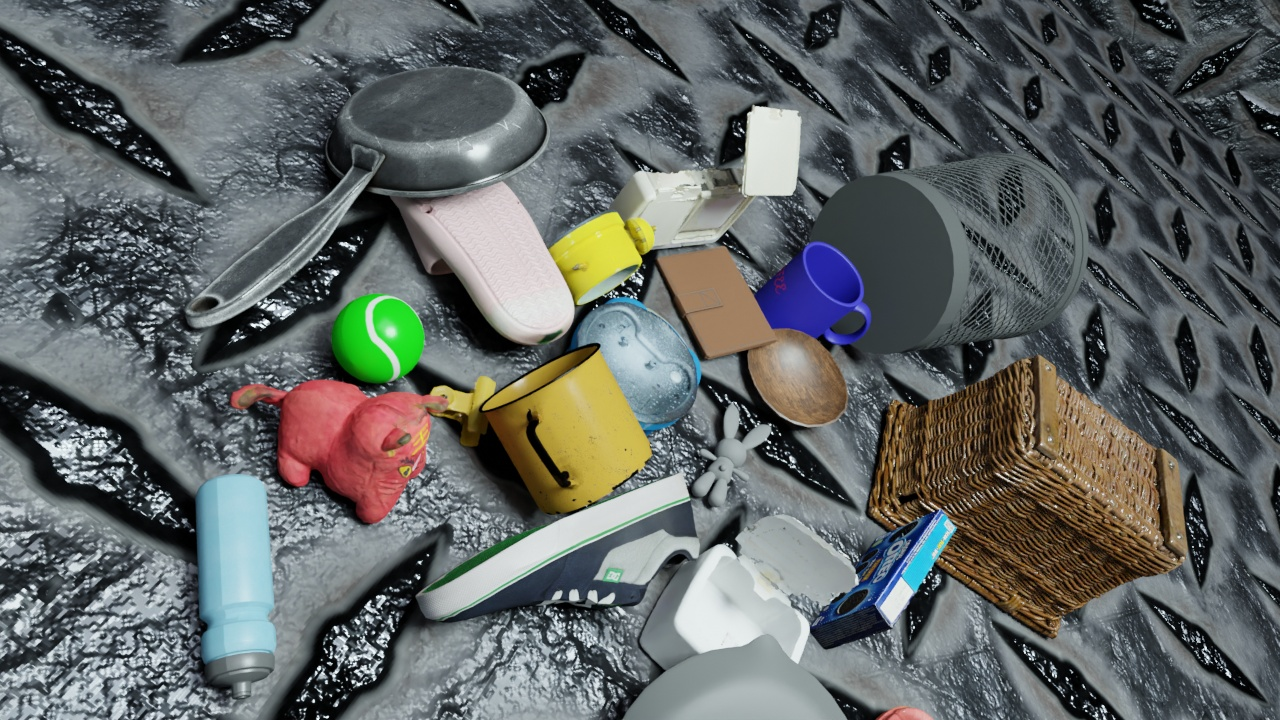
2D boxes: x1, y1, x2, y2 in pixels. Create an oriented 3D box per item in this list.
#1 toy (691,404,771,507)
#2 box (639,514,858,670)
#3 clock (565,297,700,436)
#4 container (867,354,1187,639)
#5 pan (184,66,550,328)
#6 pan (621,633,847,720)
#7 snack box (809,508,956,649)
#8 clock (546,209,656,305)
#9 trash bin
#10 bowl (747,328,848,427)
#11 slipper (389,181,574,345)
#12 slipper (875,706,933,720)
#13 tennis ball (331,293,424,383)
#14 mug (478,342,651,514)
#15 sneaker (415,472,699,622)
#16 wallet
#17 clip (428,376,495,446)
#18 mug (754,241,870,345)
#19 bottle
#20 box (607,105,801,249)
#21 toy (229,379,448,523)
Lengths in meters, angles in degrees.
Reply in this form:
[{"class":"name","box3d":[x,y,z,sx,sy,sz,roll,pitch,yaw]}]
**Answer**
[{"class":"toy","box3d":[0.080,0.084,0.819,0.049,0.030,0.111,30,50,6]},{"class":"box","box3d":[0.093,0.183,0.682,0.109,0.137,0.120,45,45,-4]},{"class":"clock","box3d":[-0.005,0.005,0.794,0.117,0.061,0.161,44,43,0]},{"class":"container","box3d":[0.387,0.125,0.900,0.250,0.184,0.161,34,47,-11]},{"class":"pan","box3d":[-0.214,-0.144,0.720,0.187,0.055,0.355,22,47,23]},{"class":"pan","box3d":[0.126,0.312,0.621,0.354,0.024,0.216,18,72,-12]},{"class":"snack box","box3d":[0.214,0.190,0.803,0.027,0.082,0.149,51,44,3]},{"class":"clock","box3d":[-0.035,-0.096,0.826,0.118,0.084,0.057,-29,84,-42]},{"class":"trash bin","box3d":[0.334,-0.116,1.022,0.226,0.218,0.217,-11,67,-36]},{"class":"bowl","box3d":[0.152,0.022,0.914,0.101,0.026,0.114,-10,61,-25]},{"class":"slipper","box3d":[-0.134,-0.096,0.771,0.106,0.056,0.221,-19,62,-40]},{"class":"slipper","box3d":[0.190,0.363,0.679,0.103,0.059,0.247,45,46,0]},{"class":"tennis ball","box3d":[-0.191,-0.016,0.667,0.065,0.066,0.065,19,50,-25]},{"class":"mug","box3d":[-0.054,0.055,0.670,0.094,0.101,0.123,62,13,-10]},{"class":"sneaker","box3d":[-0.044,0.149,0.650,0.234,0.084,0.079,-14,82,-42]},{"class":"wallet","box3d":[0.075,-0.060,0.916,0.087,0.013,0.121,-13,64,-27]},{"class":"clip","box3d":[-0.138,0.037,0.704,0.049,0.045,0.054,-4,53,11]},{"class":"mug","box3d":[0.187,-0.058,0.959,0.111,0.084,0.079,36,45,-10]},{"class":"bottle","box3d":[-0.239,0.133,0.542,0.040,0.040,0.130,4,58,-34]},{"class":"box","box3d":[0.064,-0.152,0.862,0.143,0.187,0.070,-12,68,-33]},{"class":"toy","box3d":[-0.197,0.035,0.607,0.133,0.094,0.087,29,47,-14]}]
